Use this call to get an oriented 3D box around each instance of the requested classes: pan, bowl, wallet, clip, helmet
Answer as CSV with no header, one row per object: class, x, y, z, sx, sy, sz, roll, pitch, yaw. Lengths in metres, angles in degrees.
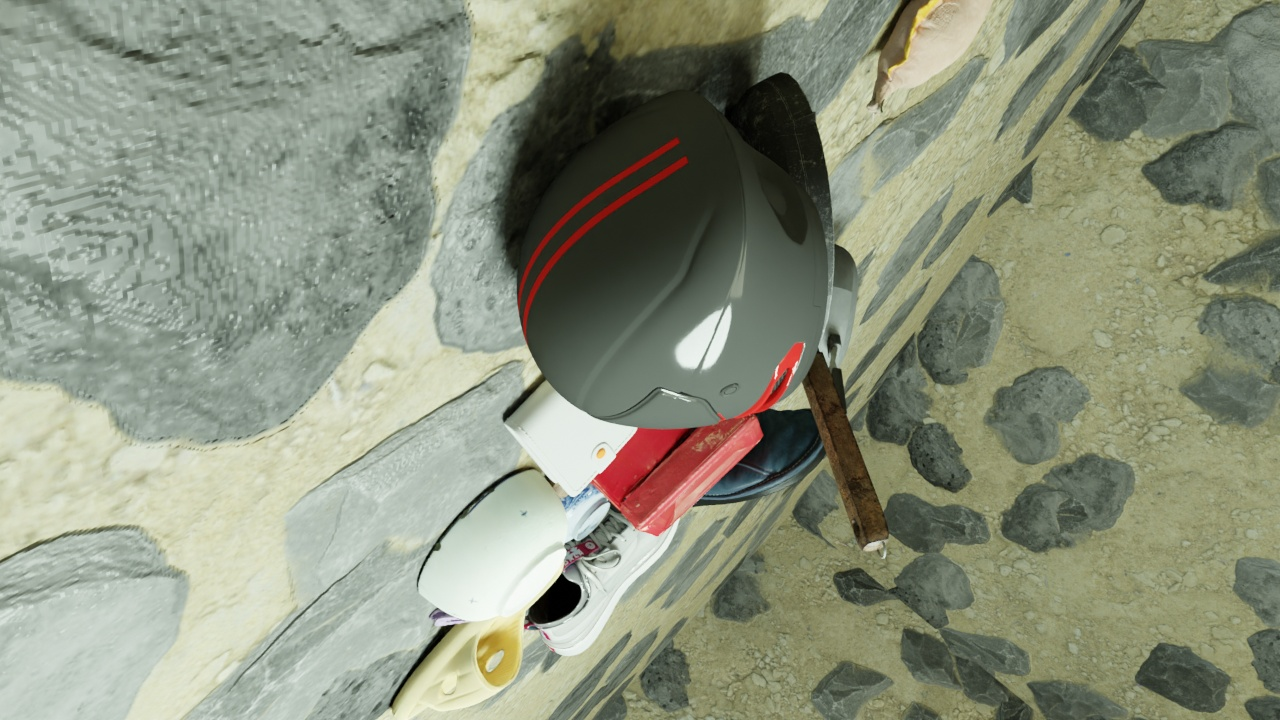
pan,0.104,-0.035,0.628,0.040,0.356,0.208,-6,151,-6
bowl,-0.066,0.157,0.977,0.114,0.045,0.114,-45,162,-19
bowl,-0.122,0.180,0.840,0.153,0.073,0.154,-44,162,-19
wallet,-0.046,0.044,0.771,0.115,0.037,0.118,-47,142,-14
clip,-0.182,0.254,0.910,0.014,0.042,0.052,-55,176,19
helmet,0.010,-0.045,0.558,0.169,0.164,0.265,-9,152,-21
pan,0.233,-0.018,1.096,0.356,0.041,0.179,-74,172,-61

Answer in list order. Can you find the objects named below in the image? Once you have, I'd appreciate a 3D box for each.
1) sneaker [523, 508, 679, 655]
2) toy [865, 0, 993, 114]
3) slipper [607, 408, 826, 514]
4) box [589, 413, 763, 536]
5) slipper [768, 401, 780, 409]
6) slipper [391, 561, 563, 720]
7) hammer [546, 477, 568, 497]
sneaker,-0.049,0.227,1.094,0.263,0.097,0.129,-53,153,-7
toy,0.288,-0.353,0.799,0.195,0.065,0.265,-44,161,-37
slipper,0.067,0.093,0.984,0.108,0.266,0.083,-78,147,-49
box,0.027,0.081,0.893,0.157,0.112,0.134,-43,167,-3
slipper,0.122,0.086,1.206,0.112,0.074,0.246,-29,-164,45
slipper,-0.157,0.306,0.978,0.262,0.079,0.111,-50,165,15
hammer,-0.005,0.005,0.844,0.322,0.040,0.129,-58,166,23
